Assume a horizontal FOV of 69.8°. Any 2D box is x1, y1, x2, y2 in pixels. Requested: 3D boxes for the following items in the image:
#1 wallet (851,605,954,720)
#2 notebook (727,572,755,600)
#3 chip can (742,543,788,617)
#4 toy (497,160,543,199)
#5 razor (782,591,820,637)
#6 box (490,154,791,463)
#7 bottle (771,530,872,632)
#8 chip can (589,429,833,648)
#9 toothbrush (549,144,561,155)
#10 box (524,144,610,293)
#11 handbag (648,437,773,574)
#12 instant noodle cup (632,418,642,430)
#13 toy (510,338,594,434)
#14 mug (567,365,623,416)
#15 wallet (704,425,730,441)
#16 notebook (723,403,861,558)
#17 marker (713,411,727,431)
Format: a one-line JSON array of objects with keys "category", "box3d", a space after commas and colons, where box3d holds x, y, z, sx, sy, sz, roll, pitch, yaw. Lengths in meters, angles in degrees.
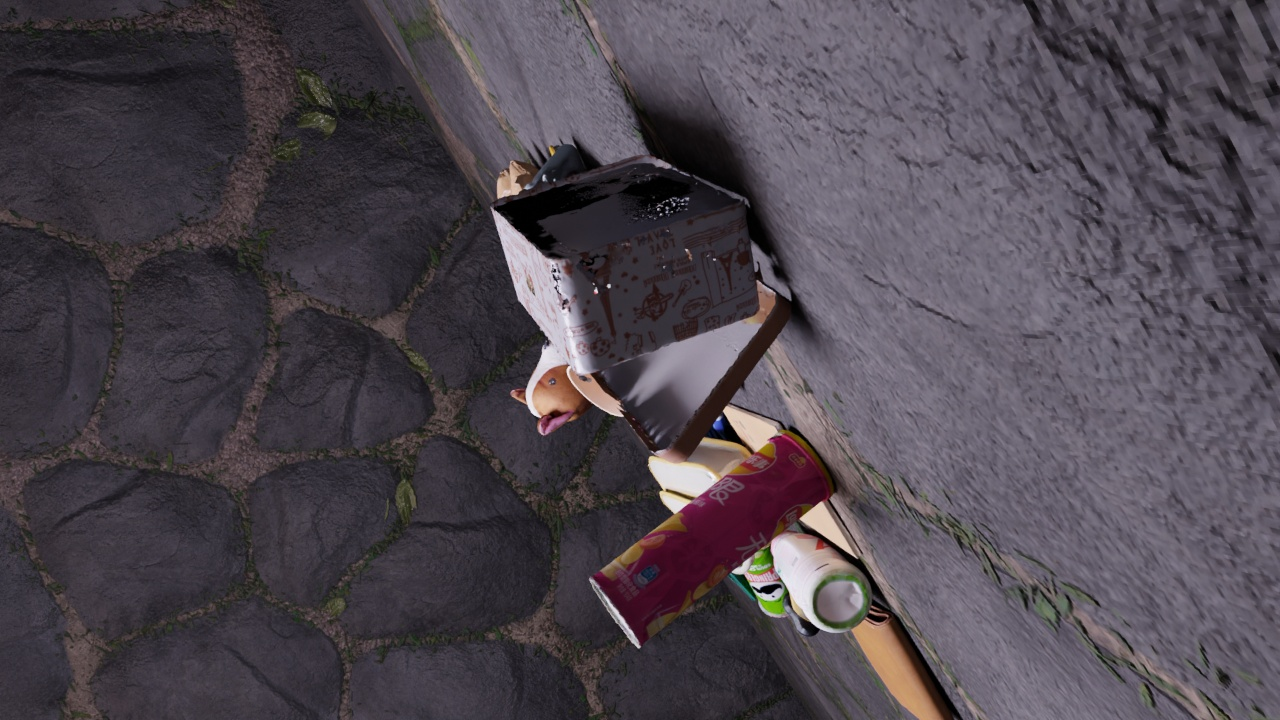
[{"category": "wallet", "box3d": [0.251, 0.301, 0.920, 0.130, 0.035, 0.119, 59, 174, -6]}, {"category": "notebook", "box3d": [0.118, 0.230, 1.268, 0.209, 0.012, 0.150, 53, -154, -52]}, {"category": "chip can", "box3d": [0.155, 0.245, 1.220, 0.072, 0.072, 0.236, 48, 169, 54]}, {"category": "toy", "box3d": [-0.128, -0.189, 1.169, 0.143, 0.082, 0.226, 49, 173, -13]}, {"category": "razor", "box3d": [0.201, 0.280, 1.135, 0.068, 0.062, 0.168, 17, 145, 31]}, {"category": "box", "box3d": [0.002, -0.036, 0.635, 0.182, 0.150, 0.168, -133, 29, -60]}, {"category": "bottle", "box3d": [0.177, 0.218, 0.952, 0.068, 0.068, 0.197, 57, 178, -6]}, {"category": "chip can", "box3d": [0.061, 0.146, 0.765, 0.071, 0.210, 0.071, 49, 163, 20]}, {"category": "toothbrush", "box3d": [-0.059, -0.149, 1.012, 0.016, 0.018, 0.191, -119, 6, -65]}, {"category": "box", "box3d": [-0.044, -0.126, 0.953, 0.201, 0.095, 0.099, 64, -153, -46]}, {"category": "handbag", "box3d": [0.089, 0.181, 1.071, 0.164, 0.063, 0.179, 3, 119, 63]}, {"category": "instant noodle cup", "box3d": [0.023, -0.001, 0.864, 0.099, 0.111, 0.112, 62, 178, 33]}, {"category": "toy", "box3d": [-0.075, 0.010, 1.216, 0.130, 0.199, 0.140, 56, 174, -28]}, {"category": "mug", "box3d": [-0.006, 0.006, 1.040, 0.114, 0.105, 0.082, 35, 158, 10]}, {"category": "wallet", "box3d": [0.063, 0.059, 1.151, 0.106, 0.040, 0.133, 56, 175, -39]}, {"category": "notebook", "box3d": [0.144, 0.113, 0.925, 0.148, 0.008, 0.208, 57, 174, -7]}, {"category": "marker", "box3d": [0.079, 0.041, 1.019, 0.017, 0.017, 0.146, 53, 173, 31]}]
